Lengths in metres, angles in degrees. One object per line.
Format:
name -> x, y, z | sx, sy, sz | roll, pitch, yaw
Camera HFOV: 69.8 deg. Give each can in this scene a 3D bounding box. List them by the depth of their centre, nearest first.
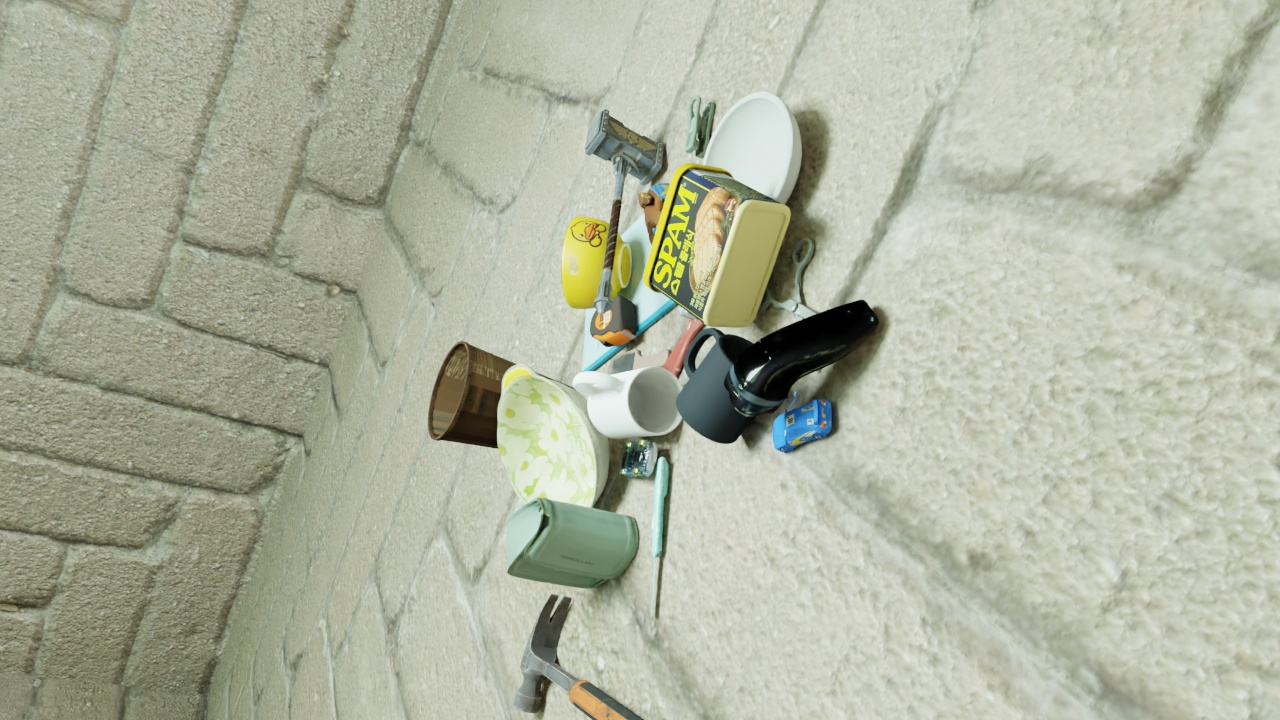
can -> 0.074, -0.111, 0.901 | 0.104, 0.075, 0.135 | 40, 121, 45

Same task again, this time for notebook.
notebook -> -0.008, -0.105, 1.177 | 0.254, 0.009, 0.180 | -38, 43, 48

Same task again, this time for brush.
brush -> 0.054, -0.047, 1.007 | 0.172, 0.030, 0.041 | -63, 28, 18
brush -> -0.006, 0.006, 1.102 | 0.136, 0.015, 0.049 | -20, 58, 57

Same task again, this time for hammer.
hammer -> -0.048, 0.342, 0.959 | 0.315, 0.035, 0.137 | 0, 74, 61
hammer -> -0.031, -0.176, 1.116 | 0.044, 0.098, 0.321 | -43, 30, 43

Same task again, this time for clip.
clip -> 0.072, -0.286, 1.120 | 0.023, 0.042, 0.075 | -19, 57, 55

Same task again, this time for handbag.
handbag -> -0.080, 0.200, 1.004 | 0.106, 0.121, 0.067 | -45, 37, 41

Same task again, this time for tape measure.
tape measure -> -0.031, -0.044, 1.135 | 0.059, 0.038, 0.058 | -28, 50, 36

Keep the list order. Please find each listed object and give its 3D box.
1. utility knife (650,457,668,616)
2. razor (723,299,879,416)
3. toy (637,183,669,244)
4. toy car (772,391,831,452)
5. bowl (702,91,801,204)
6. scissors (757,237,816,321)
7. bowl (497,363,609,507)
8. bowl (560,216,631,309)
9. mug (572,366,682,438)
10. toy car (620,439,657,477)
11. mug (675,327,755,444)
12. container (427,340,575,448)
utility knife -> 0.019, 0.183, 0.954 | 0.022, 0.015, 0.165 | 114, 161, -67
razor -> 0.138, -0.001, 0.780 | 0.141, 0.064, 0.053 | -30, 38, 11
toy -> 0.031, -0.156, 1.089 | 0.103, 0.070, 0.090 | 107, 149, -50
toy car -> 0.126, 0.048, 0.784 | 0.092, 0.061, 0.033 | -32, 47, 51
bowl -> 0.122, -0.199, 0.953 | 0.150, 0.043, 0.149 | -21, 64, 55
scissors -> 0.138, -0.047, 0.872 | 0.159, 0.014, 0.141 | -25, 49, 55
bowl -> -0.096, 0.103, 1.109 | 0.189, 0.060, 0.219 | -26, 84, 47
bowl -> -0.050, -0.122, 1.158 | 0.117, 0.068, 0.117 | 5, -91, -76
mug -> -0.020, 0.040, 1.004 | 0.091, 0.110, 0.073 | -12, 55, 59
toy car -> 0.000, 0.110, 1.014 | 0.090, 0.027, 0.038 | 156, 125, -72
mug -> 0.076, 0.016, 0.875 | 0.078, 0.071, 0.105 | -56, 45, 28
container -> -0.178, 0.061, 1.217 | 0.133, 0.167, 0.132 | -39, 42, 46
